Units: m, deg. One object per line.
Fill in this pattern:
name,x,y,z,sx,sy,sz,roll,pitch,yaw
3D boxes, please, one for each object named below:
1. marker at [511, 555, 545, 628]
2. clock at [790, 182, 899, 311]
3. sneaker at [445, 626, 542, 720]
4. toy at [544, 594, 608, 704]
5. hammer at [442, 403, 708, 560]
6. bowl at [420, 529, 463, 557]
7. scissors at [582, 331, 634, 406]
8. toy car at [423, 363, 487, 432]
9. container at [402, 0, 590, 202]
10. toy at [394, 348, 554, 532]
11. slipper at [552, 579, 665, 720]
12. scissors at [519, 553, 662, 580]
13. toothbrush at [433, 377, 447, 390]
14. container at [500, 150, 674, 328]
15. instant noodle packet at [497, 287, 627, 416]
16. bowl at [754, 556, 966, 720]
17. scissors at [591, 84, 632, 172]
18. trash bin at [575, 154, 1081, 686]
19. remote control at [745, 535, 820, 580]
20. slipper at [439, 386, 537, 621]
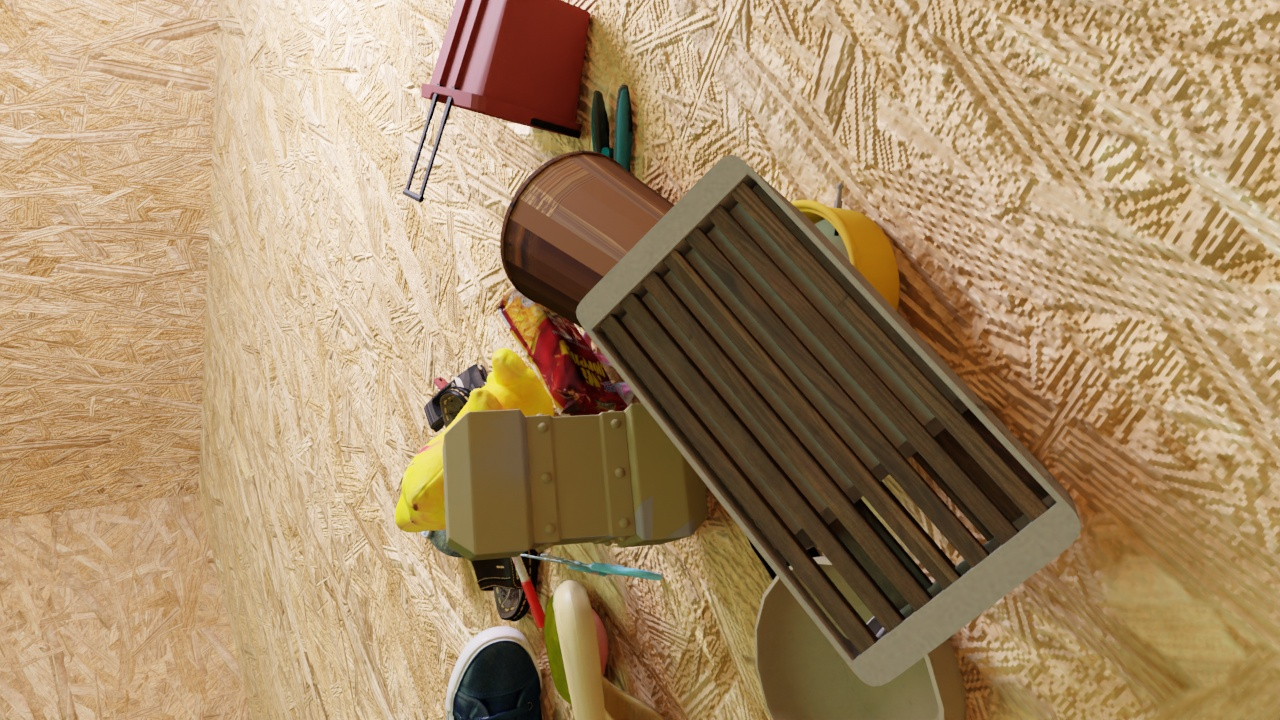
marker,-0.125,0.219,0.958,0.013,0.012,0.142,13,125,55
clock,0.114,-0.029,0.577,0.114,0.052,0.151,-37,59,52
sneaker,-0.129,0.430,0.956,0.127,0.120,0.294,-168,73,-69
toy,-0.062,0.280,0.881,0.090,0.051,0.110,20,113,57
hammer,-0.079,0.124,0.812,0.325,0.190,0.100,131,135,-70
bowl,-0.242,0.190,1.134,0.114,0.060,0.114,8,99,57
scissors,-0.002,0.028,0.795,0.179,0.016,0.103,18,108,51
toy car,-0.216,0.043,1.073,0.092,0.037,0.040,-38,55,15
container,-0.134,-0.237,0.855,0.148,0.126,0.201,30,108,51
toy,-0.161,0.089,0.902,0.087,0.193,0.135,37,150,-4
slipper,-0.018,0.312,0.793,0.111,0.079,0.261,-179,77,-79
scissors,-0.039,0.182,0.802,0.134,0.135,0.015,2,77,23
toothbrush,-0.211,0.070,1.112,0.190,0.016,0.016,41,131,47
container,-0.006,-0.069,0.692,0.167,0.132,0.132,37,124,42
instant noodle packet,-0.065,-0.002,0.786,0.040,0.098,0.135,-37,65,9
bowl,0.139,0.193,0.563,0.152,0.050,0.152,11,103,55
scissors,-0.027,-0.166,0.797,0.128,0.019,0.142,-52,58,39
trash bin,0.095,0.025,0.467,0.115,0.114,0.229,-44,70,15
remote control,0.085,0.114,0.661,0.150,0.022,0.047,57,138,36
slipper,-0.182,0.161,1.009,0.113,0.075,0.268,-20,86,55
